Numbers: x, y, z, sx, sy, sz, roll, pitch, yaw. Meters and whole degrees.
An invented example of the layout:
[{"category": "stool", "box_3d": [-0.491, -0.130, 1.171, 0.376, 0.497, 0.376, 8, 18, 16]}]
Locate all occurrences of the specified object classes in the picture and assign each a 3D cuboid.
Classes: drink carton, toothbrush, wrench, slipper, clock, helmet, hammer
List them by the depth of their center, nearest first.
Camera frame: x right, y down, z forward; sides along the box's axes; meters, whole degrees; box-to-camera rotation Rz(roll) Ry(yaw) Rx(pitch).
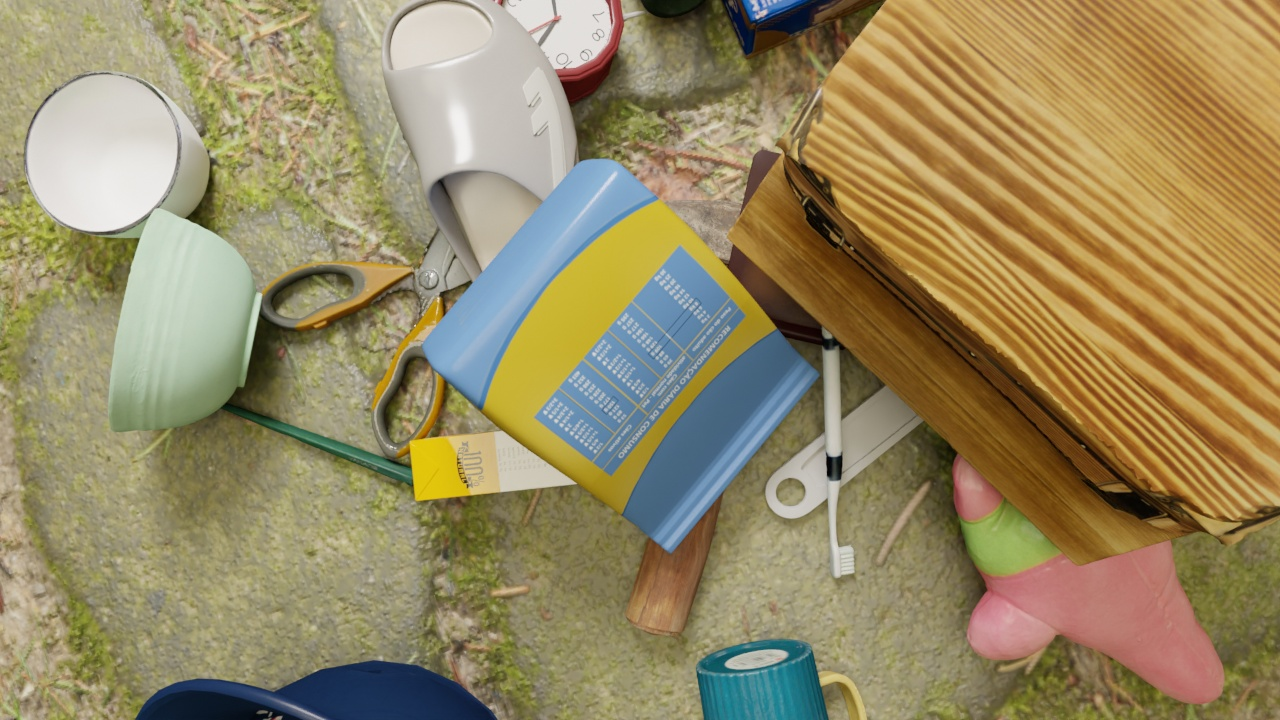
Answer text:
[{"category": "helmet", "box_3d": [-0.184, 0.285, 0.550, 0.272, 0.222, 0.233, 33, 115, -4]}, {"category": "slipper", "box_3d": [-0.090, -0.105, 0.591, 0.113, 0.080, 0.266, -16, 107, 14]}, {"category": "toothbrush", "box_3d": [0.131, 0.059, 0.609, 0.017, 0.012, 0.187, -8, 105, -10]}, {"category": "wrench", "box_3d": [0.203, 0.025, 0.628, 0.273, 0.018, 0.086, -40, 87, 4]}, {"category": "drink carton", "box_3d": [-0.088, 0.067, 0.631, 0.122, 0.058, 0.040, -7, 87, 5]}, {"category": "clock", "box_3d": [-0.068, -0.220, 0.631, 0.137, 0.048, 0.096, -42, 94, -11]}, {"category": "hammer", "box_3d": [0.039, 0.040, 0.631, 0.158, 0.037, 0.300, 13, 89, 5]}, {"category": "toothbrush", "box_3d": [-0.250, 0.057, 0.667, 0.190, 0.016, 0.017, 19, 87, 6]}]

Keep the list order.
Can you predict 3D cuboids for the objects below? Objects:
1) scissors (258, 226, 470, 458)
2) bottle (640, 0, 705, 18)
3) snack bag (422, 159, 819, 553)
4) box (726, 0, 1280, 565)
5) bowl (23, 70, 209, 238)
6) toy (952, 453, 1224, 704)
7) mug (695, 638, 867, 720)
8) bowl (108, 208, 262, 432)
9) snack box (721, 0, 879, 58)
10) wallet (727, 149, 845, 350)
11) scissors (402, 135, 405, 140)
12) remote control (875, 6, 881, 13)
[{"category": "scissors", "box_3d": [-0.175, -0.049, 0.663, 0.216, 0.016, 0.225, 19, 86, 6]}, {"category": "bottle", "box_3d": [-0.002, -0.321, 0.633, 0.055, 0.055, 0.174, -22, 71, 4]}, {"category": "snack bag", "box_3d": [-0.003, 0.003, 0.558, 0.205, 0.102, 0.159, 42, 87, -21]}, {"category": "box", "box_3d": [0.237, -0.088, 0.423, 0.279, 0.324, 0.283, 45, 64, 4]}, {"category": "bowl", "box_3d": [-0.366, -0.141, 0.659, 0.116, 0.065, 0.116, 0, 88, 5]}, {"category": "toy", "box_3d": [0.287, 0.123, 0.582, 0.192, 0.097, 0.236, -40, 95, -11]}, {"category": "mug", "box_3d": [0.097, 0.243, 0.606, 0.113, 0.083, 0.107, -9, 83, -24]}, {"category": "bowl", "box_3d": [-0.303, -0.021, 0.622, 0.077, 0.151, 0.151, 12, 89, -23]}, {"category": "snack box", "box_3d": [0.105, -0.337, 0.621, 0.155, 0.069, 0.202, -23, 87, 4]}, {"category": "wallet", "box_3d": [0.102, -0.073, 0.602, 0.091, 0.018, 0.115, 13, 91, 5]}, {"category": "scissors", "box_3d": [-0.117, -0.201, 0.662, 0.124, 0.019, 0.154, -12, 85, 3]}, {"category": "remote control", "box_3d": [0.153, -0.178, 0.642, 0.030, 0.009, 0.140, 23, 90, 5]}]
